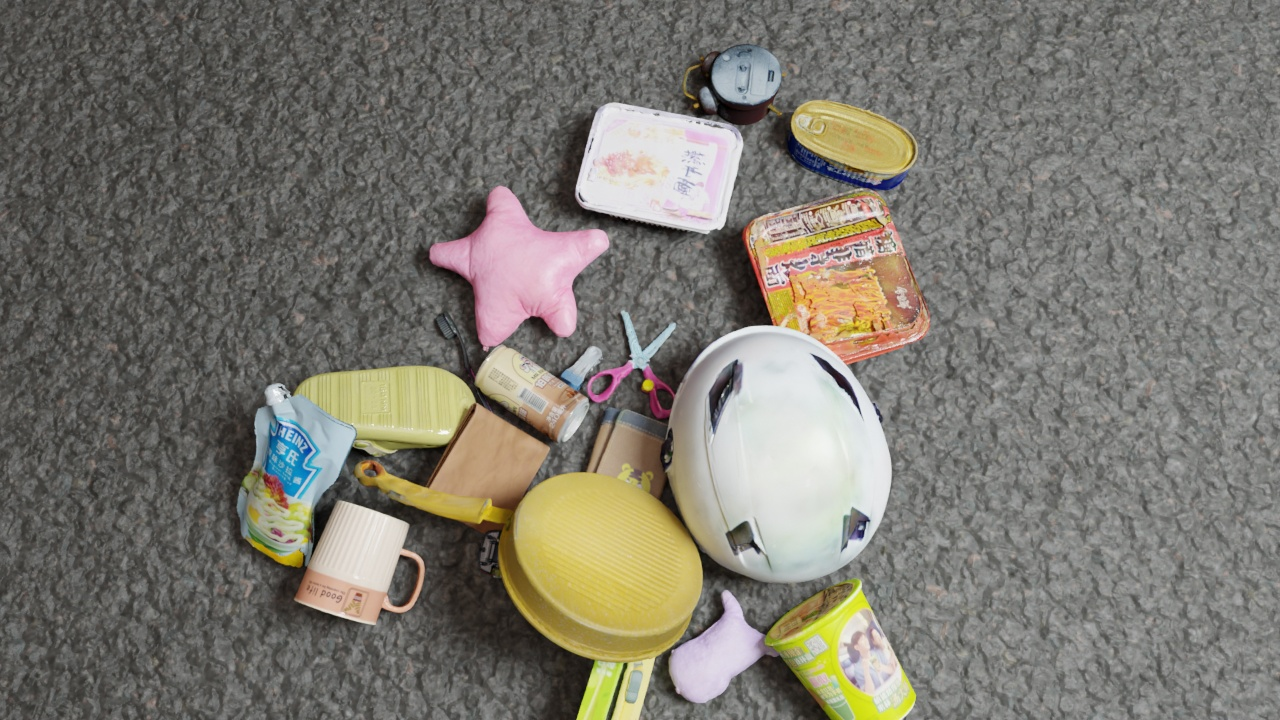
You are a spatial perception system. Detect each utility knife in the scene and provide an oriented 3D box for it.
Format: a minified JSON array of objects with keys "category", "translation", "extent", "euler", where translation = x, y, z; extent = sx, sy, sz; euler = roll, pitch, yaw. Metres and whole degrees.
[{"category":"utility knife","translation":[-0.005,0.319,0.934],"extent":[0.031,0.020,0.187],"euler":[19,71,-10]}]

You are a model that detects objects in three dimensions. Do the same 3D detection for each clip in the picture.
[{"category":"clip","translation":[-0.063,0.007,1.019],"extent":[0.027,0.045,0.058],"euler":[38,68,14]}]

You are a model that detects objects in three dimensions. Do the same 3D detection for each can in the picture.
[{"category":"can","translation":[-0.117,0.036,0.991],"extent":[0.116,0.058,0.058],"euler":[32,77,10]},{"category":"can","translation":[0.244,-0.250,1.068],"extent":[0.148,0.049,0.074],"euler":[20,75,7]}]

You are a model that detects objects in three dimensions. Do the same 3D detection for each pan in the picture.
[{"category":"pan","translation":[-0.111,0.164,0.879],"extent":[0.357,0.078,0.197],"euler":[28,33,2]}]

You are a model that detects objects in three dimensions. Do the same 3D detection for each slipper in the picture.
[{"category":"slipper","translation":[-0.272,0.057,0.980],"extent":[0.190,0.082,0.091],"euler":[2,60,-15]}]

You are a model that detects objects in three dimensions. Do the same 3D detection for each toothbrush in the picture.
[{"category":"toothbrush","translation":[-0.184,0.028,1.019],"extent":[0.018,0.014,0.189],"euler":[-28,76,4]}]

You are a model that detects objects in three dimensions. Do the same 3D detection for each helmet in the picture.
[{"category":"helmet","translation":[0.137,0.100,0.889],"extent":[0.229,0.146,0.259],"euler":[-6,98,-3]}]

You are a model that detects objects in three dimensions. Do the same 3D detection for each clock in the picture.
[{"category":"clock","translation":[0.111,-0.328,1.091],"extent":[0.122,0.055,0.082],"euler":[7,75,4]}]

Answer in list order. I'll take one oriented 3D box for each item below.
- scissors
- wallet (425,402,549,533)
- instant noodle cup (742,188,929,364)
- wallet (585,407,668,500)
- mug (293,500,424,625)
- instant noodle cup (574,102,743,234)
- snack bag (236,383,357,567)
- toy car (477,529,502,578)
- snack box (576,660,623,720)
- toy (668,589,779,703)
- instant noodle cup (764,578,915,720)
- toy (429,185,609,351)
[{"category":"scissors","translation":[-0.008,0.006,1.018],"extent":[0.131,0.017,0.133],"euler":[-16,74,-9]},{"category":"wallet","translation":[-0.162,0.117,0.962],"extent":[0.101,0.020,0.115],"euler":[36,77,-29]},{"category":"instant noodle cup","translation":[0.211,-0.081,1.006],"extent":[0.164,0.079,0.188],"euler":[-15,74,-3]},{"category":"wallet","translation":[-0.013,0.115,0.982],"extent":[0.090,0.033,0.115],"euler":[19,79,5]},{"category":"mug","translation":[-0.278,0.211,0.939],"extent":[0.114,0.082,0.105],"euler":[22,73,-14]},{"category":"instant noodle cup","translation":[0.022,-0.213,1.058],"extent":[0.173,0.060,0.137],"euler":[13,75,4]},{"category":"snack bag","translation":[-0.354,0.116,0.927],"extent":[0.110,0.038,0.191],"euler":[35,118,20]},{"category":"toy car","translation":[-0.107,0.207,0.950],"extent":[0.120,0.045,0.053],"euler":[13,77,-1]},{"category":"snack box","translation":[-0.035,0.311,0.898],"extent":[0.026,0.086,0.156],"euler":[17,76,6]},{"category":"toy","translation":[0.075,0.295,0.924],"extent":[0.108,0.039,0.084],"euler":[-38,77,-8]},{"category":"instant noodle cup","translation":[0.200,0.295,0.891],"extent":[0.111,0.112,0.123],"euler":[-32,84,-8]},{"category":"toy","translation":[-0.147,-0.097,1.024],"extent":[0.195,0.074,0.178],"euler":[24,86,11]}]
